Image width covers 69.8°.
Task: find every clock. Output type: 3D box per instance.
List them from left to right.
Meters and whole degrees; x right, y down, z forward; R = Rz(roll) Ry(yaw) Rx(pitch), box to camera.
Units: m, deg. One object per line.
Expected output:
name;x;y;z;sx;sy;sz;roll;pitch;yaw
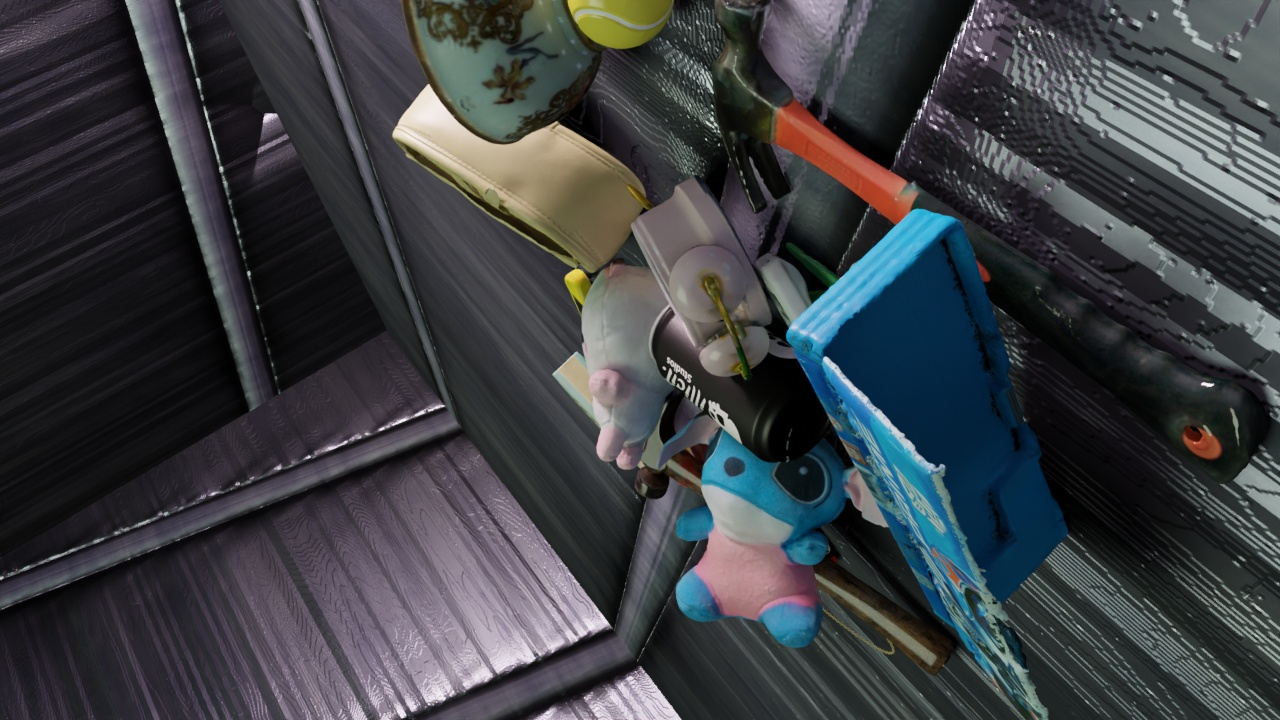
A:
clock;0.046;-0.053;0.636;0.117;0.059;0.157;60;-177;-46

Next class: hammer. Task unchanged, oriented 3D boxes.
hammer;0.131;0.156;0.818;0.330;0.033;0.120;34;129;28
hammer;0.151;-0.063;0.459;0.333;0.033;0.133;45;158;30

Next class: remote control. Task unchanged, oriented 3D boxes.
remote control;0.119;-0.013;0.611;0.133;0.022;0.050;57;-176;-14

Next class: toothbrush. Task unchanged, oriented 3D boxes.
toothbrush;-0.014;-0.064;0.942;0.188;0.017;0.014;35;157;43

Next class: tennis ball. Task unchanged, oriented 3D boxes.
tennis ball;-0.012;-0.222;0.551;0.065;0.065;0.065;49;162;22

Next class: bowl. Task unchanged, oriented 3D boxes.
bowl;-0.073;-0.233;0.615;0.094;0.159;0.160;-8;123;26

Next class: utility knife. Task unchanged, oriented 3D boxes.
utility knife;-0.042;-0.024;0.970;0.029;0.020;0.174;36;156;46

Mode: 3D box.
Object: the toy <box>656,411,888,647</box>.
toy;0.110;0.135;0.749;0.224;0.098;0.191;12;100;37

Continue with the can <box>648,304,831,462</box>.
can;0.076;0.010;0.705;0.146;0.080;0.080;40;157;43

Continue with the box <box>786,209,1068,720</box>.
box;0.165;0.065;0.431;0.114;0.114;0.243;33;162;53

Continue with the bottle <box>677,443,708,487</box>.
bottle;0.065;0.101;0.952;0.071;0.048;0.134;56;163;7

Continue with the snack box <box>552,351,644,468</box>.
snack box;-0.032;0.060;1.059;0.141;0.044;0.193;47;177;3

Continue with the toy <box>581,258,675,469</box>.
toy;-0.005;0.005;0.804;0.101;0.179;0.139;7;168;22

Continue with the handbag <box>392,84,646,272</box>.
handbag;-0.115;-0.158;0.808;0.233;0.088;0.191;34;170;2

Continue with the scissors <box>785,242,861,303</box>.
scissors;0.130;-0.044;0.574;0.131;0.012;0.112;48;165;31

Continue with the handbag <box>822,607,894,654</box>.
handbag;0.181;0.231;0.913;0.178;0.027;0.084;38;155;43

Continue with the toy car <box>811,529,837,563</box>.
toy car;0.149;0.161;0.872;0.089;0.025;0.038;54;163;10
